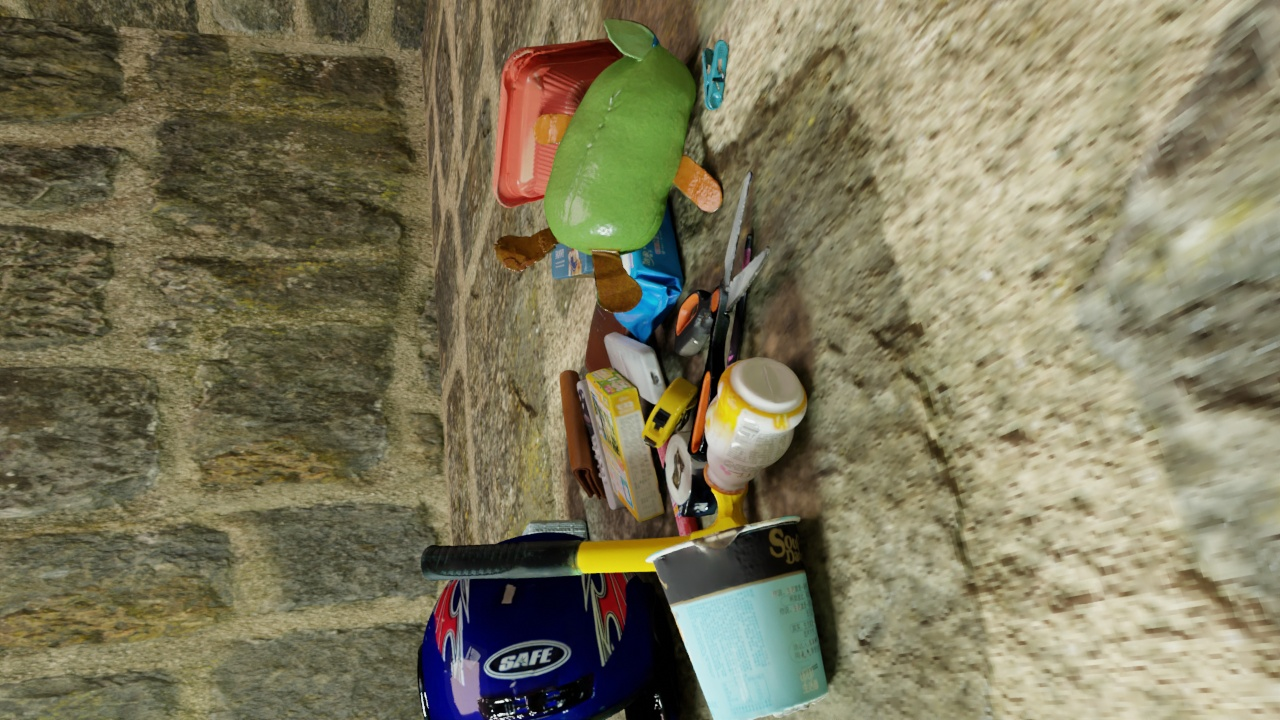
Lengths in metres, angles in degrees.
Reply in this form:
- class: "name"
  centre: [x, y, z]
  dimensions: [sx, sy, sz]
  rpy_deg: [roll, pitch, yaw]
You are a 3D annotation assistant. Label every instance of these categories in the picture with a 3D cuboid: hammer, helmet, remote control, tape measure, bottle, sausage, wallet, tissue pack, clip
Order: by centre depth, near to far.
- class: "bottle"
  centre: [0.076, 0.051, 0.657]
  dimensions: [0.063, 0.063, 0.109]
  rpy_deg: [-109, 26, -43]
- class: "hammer"
  centre: [-0.050, 0.164, 0.762]
  dimensions: [0.033, 0.301, 0.128]
  rpy_deg: [33, -126, -63]
- class: "clip"
  centre: [0.061, -0.236, 0.764]
  dimensions: [0.034, 0.013, 0.054]
  rpy_deg: [-171, 80, -72]
- class: "tape measure"
  centre: [0.046, 0.094, 0.800]
  dimensions: [0.065, 0.033, 0.066]
  rpy_deg: [-121, 34, -53]
- class: "tape measure"
  centre: [0.031, 0.045, 0.818]
  dimensions: [0.059, 0.029, 0.057]
  rpy_deg: [-49, -13, -41]
- class: "helmet"
  centre: [-0.087, 0.301, 0.856]
  dimensions: [0.315, 0.247, 0.241]
  rpy_deg: [-108, 5, -63]
- class: "sausage"
  centre: [0.034, 0.114, 0.859]
  dimensions: [0.020, 0.020, 0.155]
  rpy_deg: [110, 152, -48]
- class: "remote control"
  centre: [-0.005, 0.005, 0.901]
  dimensions: [0.136, 0.020, 0.056]
  rpy_deg: [-154, 44, -72]
- class: "tissue pack"
  centre: [-0.002, -0.102, 0.901]
  dimensions: [0.095, 0.052, 0.157]
  rpy_deg: [121, 143, -59]
- class: "wallet"
  centre: [-0.029, -0.016, 1.025]
  dimensions: [0.124, 0.032, 0.101]
  rpy_deg: [-128, 43, -60]
- class: "remote control"
  centre: [-0.044, 0.094, 1.033]
  dimensions: [0.058, 0.021, 0.150]
  rpy_deg: [141, 113, -78]
- class: "wallet"
  centre: [-0.069, 0.092, 1.102]
  dimensions: [0.108, 0.031, 0.131]
  rpy_deg: [72, -173, -58]

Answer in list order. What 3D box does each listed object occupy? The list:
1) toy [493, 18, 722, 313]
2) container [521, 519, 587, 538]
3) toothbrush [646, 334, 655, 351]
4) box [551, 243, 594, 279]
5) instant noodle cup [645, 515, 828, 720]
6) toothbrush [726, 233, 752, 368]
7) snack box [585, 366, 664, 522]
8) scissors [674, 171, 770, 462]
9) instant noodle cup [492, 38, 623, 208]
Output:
- class: "toy"
  centre: [-0.022, -0.172, 0.824]
  dimensions: [0.227, 0.090, 0.247]
  rpy_deg: [27, 95, 27]
- class: "container"
  centre: [-0.113, 0.273, 1.205]
  dimensions: [0.090, 0.090, 0.111]
  rpy_deg: [121, 146, -57]
- class: "toothbrush"
  centre: [0.012, -0.012, 0.933]
  dimensions: [0.014, 0.016, 0.189]
  rpy_deg: [98, 164, -54]
- class: "box"
  centre: [-0.059, -0.138, 1.061]
  dimensions: [0.184, 0.061, 0.090]
  rpy_deg: [-179, 89, -70]
- class: "instant noodle cup"
  centre: [0.072, 0.179, 0.625]
  dimensions: [0.111, 0.111, 0.120]
  rpy_deg: [130, 128, -63]
- class: "toothbrush"
  centre: [0.073, -0.008, 0.738]
  dimensions: [0.014, 0.017, 0.189]
  rpy_deg: [-126, 40, -70]
- class: "snack box"
  centre: [-0.016, 0.084, 0.933]
  dimensions: [0.087, 0.033, 0.140]
  rpy_deg: [-144, 37, -67]
- class: "scissors"
  centre: [0.063, -0.031, 0.732]
  dimensions: [0.221, 0.021, 0.234]
  rpy_deg: [-176, 95, -79]
- class: "instant noodle cup"
  centre: [-0.066, -0.242, 0.952]
  dimensions: [0.079, 0.188, 0.165]
  rpy_deg: [27, 125, 28]
